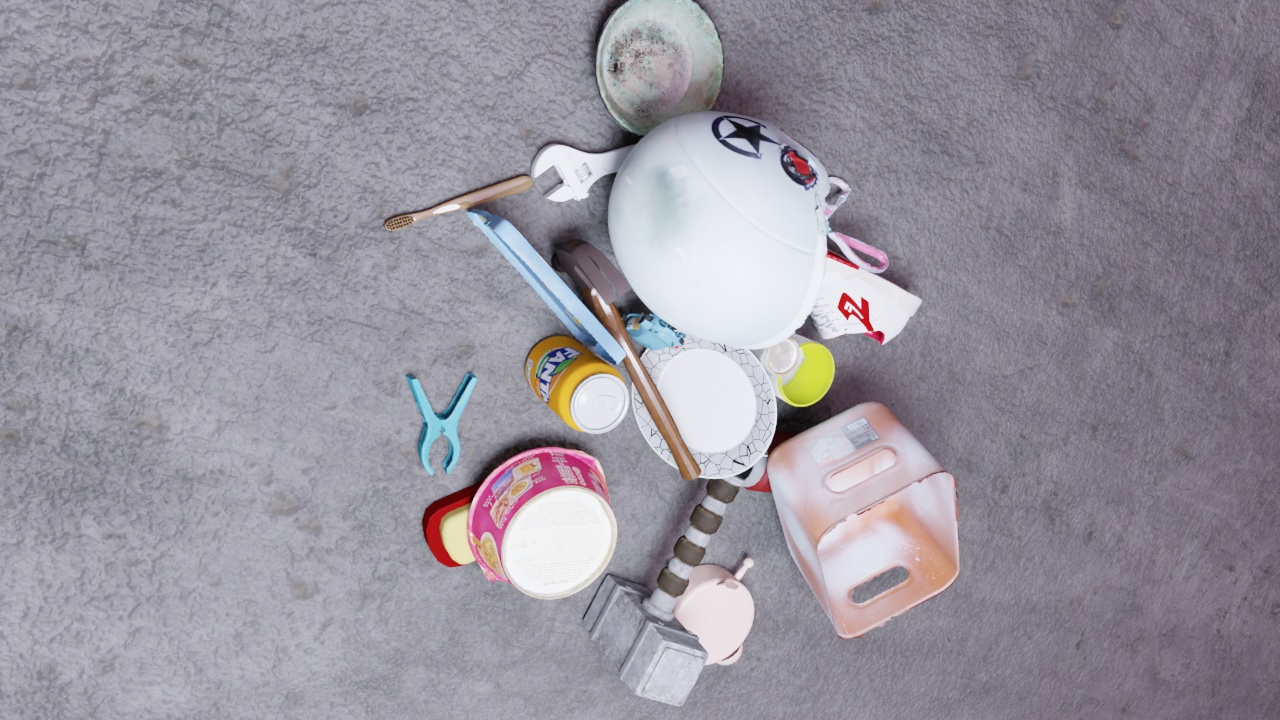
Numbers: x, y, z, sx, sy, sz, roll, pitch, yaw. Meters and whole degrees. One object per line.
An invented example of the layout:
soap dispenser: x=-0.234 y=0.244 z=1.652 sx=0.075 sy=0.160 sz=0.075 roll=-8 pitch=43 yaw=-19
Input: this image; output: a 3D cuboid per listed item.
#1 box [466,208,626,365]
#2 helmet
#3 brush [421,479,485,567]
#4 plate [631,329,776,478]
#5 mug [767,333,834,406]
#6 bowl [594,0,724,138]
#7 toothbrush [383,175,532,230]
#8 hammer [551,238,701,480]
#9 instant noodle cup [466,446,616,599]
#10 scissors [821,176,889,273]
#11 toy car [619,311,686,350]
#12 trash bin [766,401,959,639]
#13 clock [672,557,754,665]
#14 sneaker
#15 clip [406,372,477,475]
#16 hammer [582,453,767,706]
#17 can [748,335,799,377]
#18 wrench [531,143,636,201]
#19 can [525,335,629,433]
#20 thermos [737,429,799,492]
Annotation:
box: x=-0.101 y=-0.082 z=0.990 sx=0.021 sy=0.125 sz=0.209 roll=-44 pitch=119 yaw=-6
helmet: x=0.063 y=-0.137 z=0.958 sx=0.163 sy=0.263 sz=0.237 roll=1 pitch=142 yaw=-38
brush: x=-0.170 y=0.185 z=1.091 sx=0.173 sy=0.042 sz=0.082 roll=-22 pitch=115 yaw=-18
plate: x=0.077 y=0.050 z=1.109 sx=0.016 sy=0.189 sz=0.189 roll=-28 pitch=124 yaw=-58
mug: x=0.182 y=0.003 z=1.164 sx=0.082 sy=0.106 sz=0.083 roll=-8 pitch=110 yaw=-24
bowl: x=0.016 y=-0.325 z=1.015 sx=0.157 sy=0.038 sz=0.157 roll=-8 pitch=110 yaw=-23
toothbrush: x=-0.193 y=-0.168 z=0.980 sx=0.166 sy=0.016 sz=0.016 roll=-22 pitch=113 yaw=-19
hammer: x=-0.006 y=0.006 z=1.055 sx=0.033 sy=0.115 sz=0.323 roll=-35 pitch=113 yaw=-18
instant noodle cup: x=-0.103 y=0.196 z=1.056 sx=0.178 sy=0.078 sz=0.179 roll=-8 pitch=110 yaw=-23
scissors: x=0.236 y=-0.173 z=1.133 sx=0.170 sy=0.014 sz=0.172 roll=20 pitch=54 yaw=-18
toy car: x=0.007 y=-0.030 z=1.066 sx=0.060 sy=0.108 sz=0.027 roll=34 pitch=78 yaw=-25
trash bin: x=0.277 y=0.199 z=1.151 sx=0.181 sy=0.157 sz=0.260 roll=-26 pitch=133 yaw=-5
clock: x=0.094 y=0.355 z=1.255 sx=0.131 sy=0.086 sz=0.161 roll=0 pitch=113 yaw=-26
sneaker: x=0.251 y=-0.080 z=1.190 sx=0.236 sy=0.090 sz=0.104 roll=20 pitch=105 yaw=-32
clip: x=-0.217 y=0.071 z=1.043 sx=0.103 sy=0.027 sz=0.120 roll=2 pitch=105 yaw=-24
hammer: x=0.056 y=0.244 z=1.143 sx=0.079 sy=0.177 sz=0.326 roll=26 pitch=93 yaw=-30
can: x=0.136 y=-0.022 z=1.116 sx=0.054 sy=0.136 sz=0.054 roll=-8 pitch=109 yaw=-25
wrench: x=0.004 y=-0.237 z=1.052 sx=0.272 sy=0.018 sz=0.066 roll=-18 pitch=113 yaw=-21
can: x=-0.072 y=0.026 z=1.028 sx=0.079 sy=0.142 sz=0.079 roll=-8 pitch=110 yaw=-24
thermos: x=0.218 y=0.136 z=1.227 sx=0.198 sy=0.108 sz=0.083 roll=11 pitch=64 yaw=-30
